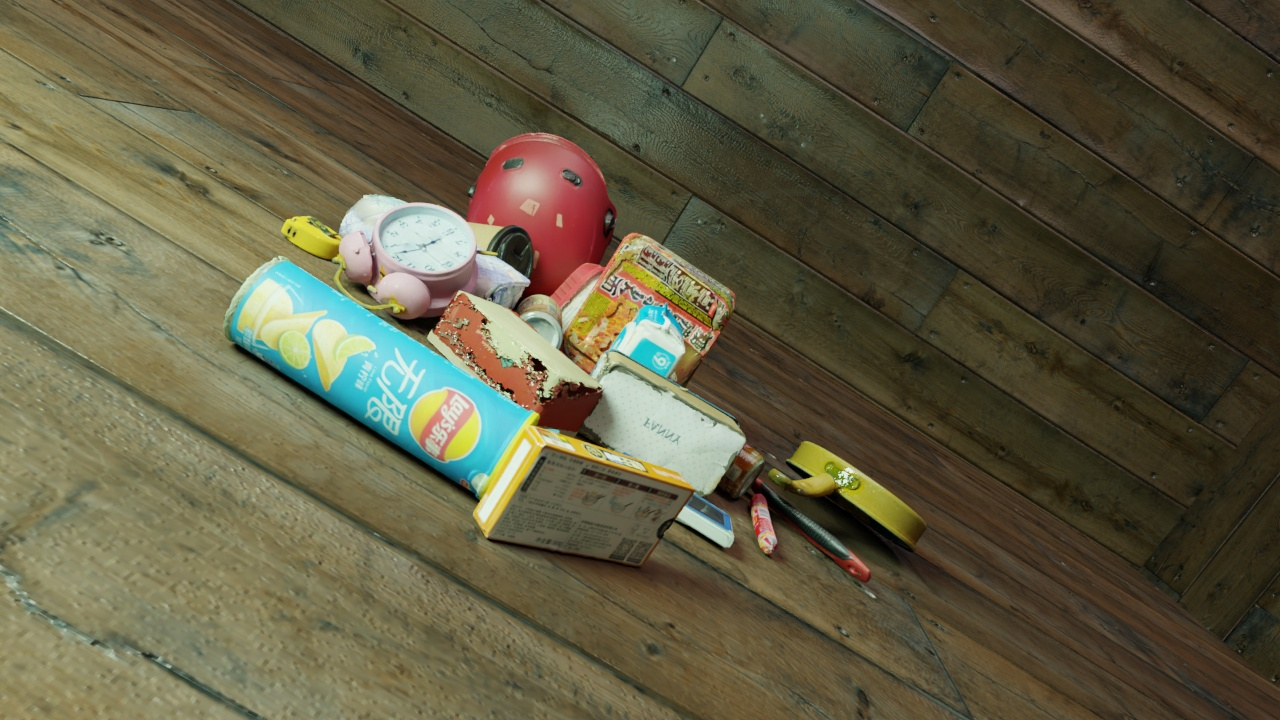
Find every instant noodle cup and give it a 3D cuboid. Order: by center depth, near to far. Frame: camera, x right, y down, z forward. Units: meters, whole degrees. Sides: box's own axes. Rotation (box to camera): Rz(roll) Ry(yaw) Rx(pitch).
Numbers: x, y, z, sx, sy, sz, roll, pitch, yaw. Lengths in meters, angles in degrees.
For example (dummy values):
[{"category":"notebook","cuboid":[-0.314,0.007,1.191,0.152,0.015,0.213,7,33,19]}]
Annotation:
[{"category":"instant noodle cup","cuboid":[0.005,-0.042,1.129,0.164,0.189,0.079,33,2,-10]},{"category":"instant noodle cup","cuboid":[-0.054,-0.051,1.223,0.124,0.117,0.116,47,13,8]}]

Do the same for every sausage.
[{"category":"sausage","cuboid":[0.127,0.168,0.953,0.020,0.020,0.155,32,10,-3]}]

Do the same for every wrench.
[{"category":"wrench","cuboid":[0.152,0.156,1.042,0.273,0.016,0.056,41,-25,25]}]

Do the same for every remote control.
[{"category":"remote control","cuboid":[0.030,0.128,0.840,0.125,0.024,0.049,31,10,-1]}]

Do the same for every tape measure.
[{"category":"tape measure","cuboid":[-0.336,-0.130,0.949,0.057,0.029,0.060,33,10,-3]}]

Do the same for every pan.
[{"category":"pan","cuboid":[0.237,0.162,1.128,0.198,0.078,0.357,33,-4,33]}]

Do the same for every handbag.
[{"category":"handbag","cuboid":[-0.229,-0.109,1.042,0.194,0.076,0.134,33,10,10]}]

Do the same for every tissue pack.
[{"category":"tissue pack","cuboid":[-0.006,0.006,0.991,0.063,0.140,0.090,32,14,-8]}]

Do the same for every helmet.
[{"category":"helmet","cuboid":[-0.144,-0.174,1.249,0.207,0.241,0.143,13,54,-2]}]

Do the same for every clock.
[{"category":"clock","cuboid":[-0.232,-0.096,0.917,0.117,0.060,0.158,40,51,14]}]

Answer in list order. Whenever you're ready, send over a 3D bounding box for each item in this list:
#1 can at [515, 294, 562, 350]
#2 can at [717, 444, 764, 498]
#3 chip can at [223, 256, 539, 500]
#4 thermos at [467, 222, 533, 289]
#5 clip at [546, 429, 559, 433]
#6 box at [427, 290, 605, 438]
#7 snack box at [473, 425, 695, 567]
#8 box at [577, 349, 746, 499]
[{"category":"can","cuboid":[-0.121,-0.041,1.083,0.058,0.058,0.116,30,10,-12]},{"category":"can","cuboid":[0.066,0.090,1.026,0.147,0.058,0.057,36,11,19]},{"category":"chip can","cuboid":[-0.176,0.013,0.633,0.210,0.071,0.071,32,10,0]},{"category":"thermos","cuboid":[-0.206,-0.135,1.163,0.143,0.093,0.093,17,3,26]},{"category":"clip","cuboid":[-0.096,0.068,0.754,0.054,0.033,0.013,13,15,-14]},{"category":"box","cuboid":[-0.117,-0.004,0.877,0.168,0.076,0.091,38,11,32]},{"category":"snack box","cuboid":[-0.035,0.098,0.637,0.153,0.075,0.026,23,14,-43]},{"category":"box","cuboid":[0.024,0.067,0.929,0.184,0.090,0.059,32,9,-16]}]
